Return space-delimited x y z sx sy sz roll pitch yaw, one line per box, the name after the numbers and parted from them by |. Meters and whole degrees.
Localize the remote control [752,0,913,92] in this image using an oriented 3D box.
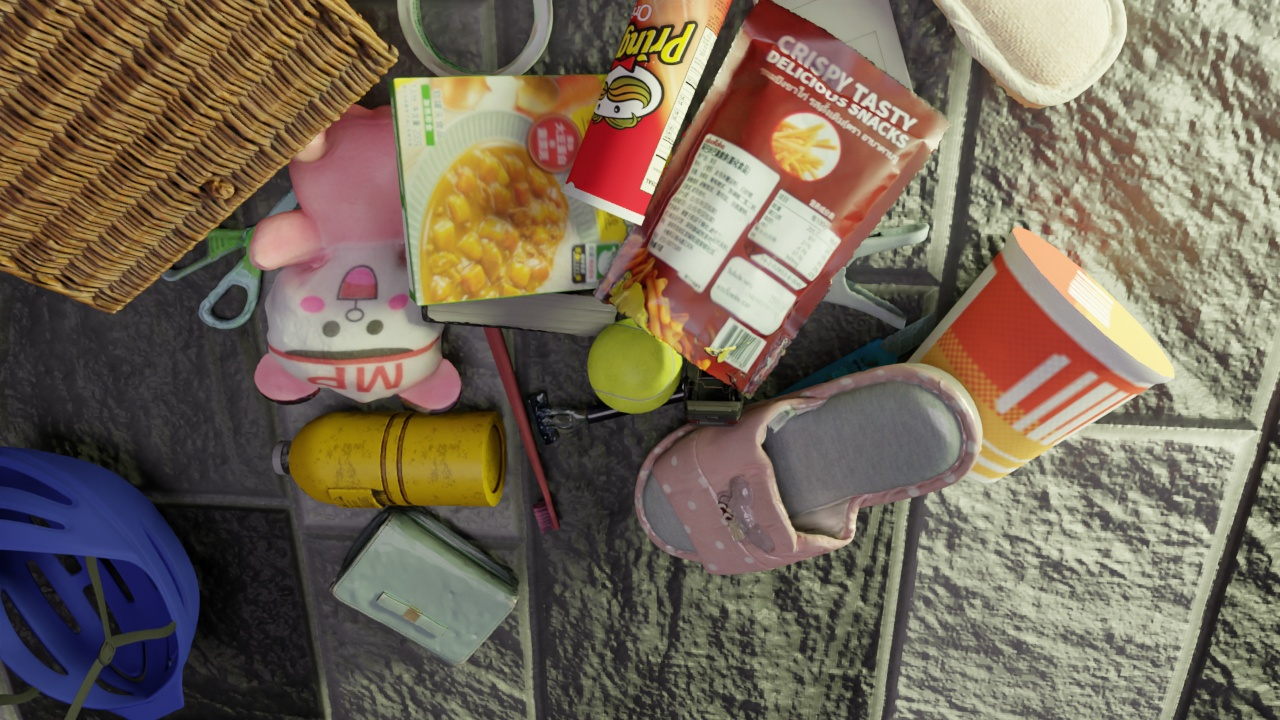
0.120 -0.181 0.559 0.074 0.019 0.151 -18 111 13 | remote control

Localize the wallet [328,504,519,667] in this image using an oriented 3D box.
-0.171 0.182 0.734 0.131 0.054 0.101 34 113 -14 | wallet

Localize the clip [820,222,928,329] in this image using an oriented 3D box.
0.104 -0.082 0.599 0.163 0.028 0.115 9 115 2 | clip

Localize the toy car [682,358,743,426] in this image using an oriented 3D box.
0.049 0.014 0.613 0.040 0.092 0.037 1 124 6 | toy car

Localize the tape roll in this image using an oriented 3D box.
-0.102 -0.217 0.568 0.094 0.018 0.094 2 114 5 | tape roll

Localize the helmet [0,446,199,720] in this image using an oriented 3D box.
-0.431 0.191 0.668 0.148 0.227 0.241 -25 110 6 | helmet

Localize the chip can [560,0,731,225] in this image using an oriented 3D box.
0.018 -0.187 0.521 0.052 0.051 0.215 22 99 -4 | chip can

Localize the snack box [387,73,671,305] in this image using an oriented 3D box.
-0.062 -0.107 0.564 0.167 0.027 0.132 -7 108 -19 | snack box

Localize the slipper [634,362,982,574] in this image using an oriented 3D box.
0.092 0.078 0.608 0.275 0.054 0.114 -29 93 39 | slipper

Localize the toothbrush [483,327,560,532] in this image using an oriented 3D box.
-0.090 0.046 0.676 0.016 0.016 0.190 -15 113 -4 | toothbrush

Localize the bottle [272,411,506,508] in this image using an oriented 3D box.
-0.187 0.073 0.674 0.164 0.071 0.071 0 113 6 | bottle

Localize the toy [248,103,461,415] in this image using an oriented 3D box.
-0.180 -0.063 0.603 0.141 0.084 0.213 -1 113 -22 | toy

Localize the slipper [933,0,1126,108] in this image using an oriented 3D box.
0.173 -0.252 0.497 0.272 0.054 0.114 42 93 -16 | slipper

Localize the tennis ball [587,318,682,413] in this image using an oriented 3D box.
-0.004 0.004 0.627 0.065 0.065 0.065 2 113 5 | tennis ball

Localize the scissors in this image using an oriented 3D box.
-0.271 -0.095 0.643 0.175 0.032 0.093 -40 102 15 | scissors

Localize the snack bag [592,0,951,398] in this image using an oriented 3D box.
0.074 -0.093 0.550 0.139 0.066 0.208 32 101 -2 | snack bag

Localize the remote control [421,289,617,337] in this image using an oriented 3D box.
-0.078 -0.035 0.613 0.136 0.013 0.033 3 114 -30 | remote control

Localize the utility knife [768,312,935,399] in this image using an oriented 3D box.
0.126 0.019 0.648 0.186 0.015 0.031 -33 111 17 | utility knife

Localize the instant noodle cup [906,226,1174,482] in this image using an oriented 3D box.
0.236 0.003 0.578 0.123 0.123 0.121 35 120 -9 | instant noodle cup

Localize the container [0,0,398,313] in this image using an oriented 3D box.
-0.288 -0.186 0.500 0.250 0.183 0.162 -34 144 18 | container

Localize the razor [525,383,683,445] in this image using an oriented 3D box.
-0.012 0.032 0.664 0.144 0.022 0.043 -12 112 11 | razor
